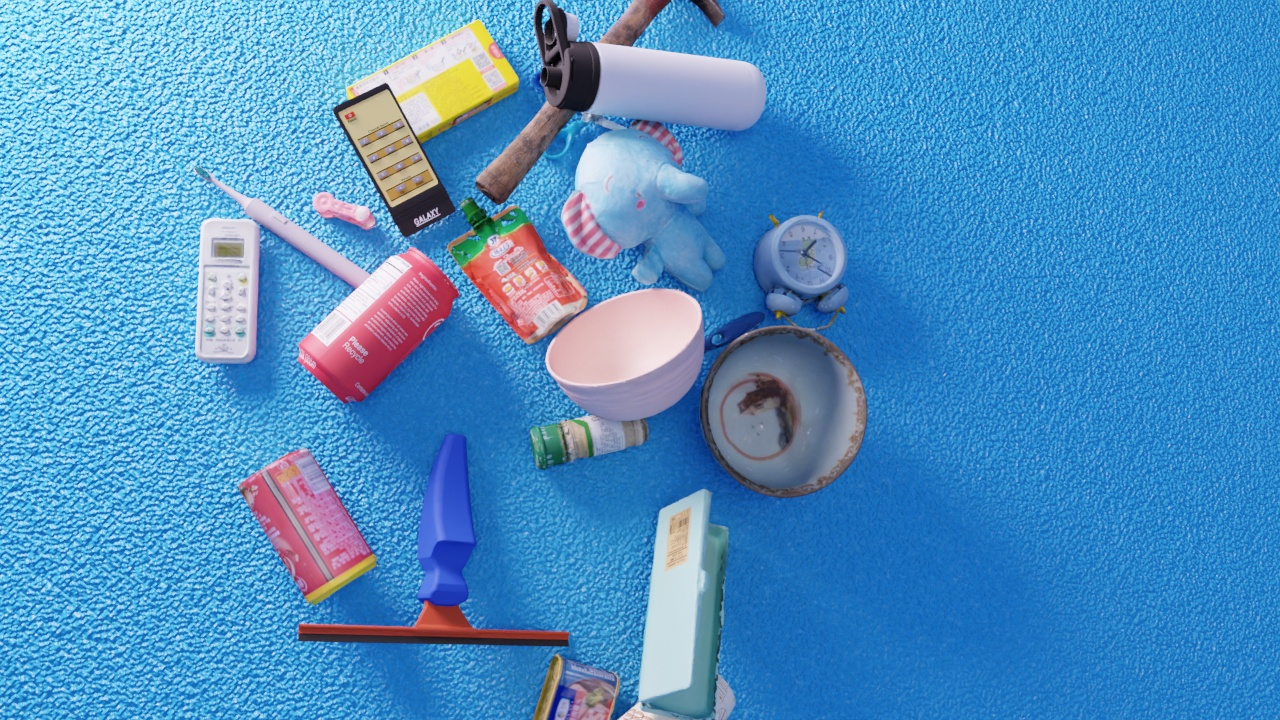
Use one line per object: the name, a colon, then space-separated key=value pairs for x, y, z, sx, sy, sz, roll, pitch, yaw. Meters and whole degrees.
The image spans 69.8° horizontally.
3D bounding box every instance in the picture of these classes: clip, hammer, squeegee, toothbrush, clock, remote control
clip: x=-0.278 y=-0.140 z=0.870 sx=0.060 sy=0.043 sz=0.023 roll=12 pitch=75 yaw=18
hammer: x=-0.045 y=-0.280 z=0.918 sx=0.120 sy=0.033 sz=0.329 roll=39 pitch=74 yaw=-9
squeegee: x=-0.174 y=0.158 z=0.822 sx=0.249 sy=0.055 sz=0.184 roll=13 pitch=69 yaw=-35
toothbrush: x=0.070 y=-0.017 z=0.923 sx=0.132 sy=0.016 sz=0.021 roll=-28 pitch=88 yaw=-16
toothbrush: x=-0.334 y=-0.125 z=0.854 sx=0.188 sy=0.019 sz=0.018 roll=34 pitch=74 yaw=-5
clock: x=0.166 y=-0.089 z=0.933 sx=0.088 sy=0.052 sz=0.124 roll=-5 pitch=82 yaw=-14
remote control: x=-0.374 y=-0.063 z=0.835 sx=0.050 sy=0.022 sz=0.133 roll=0 pitch=81 yaw=-11
remote control: x=-0.231 y=-0.187 z=0.865 sx=0.058 sy=0.013 sz=0.133 roll=-32 pitch=109 yaw=-14

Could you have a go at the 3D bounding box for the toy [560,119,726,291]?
toy: x=0.017 y=-0.146 z=0.883 sx=0.180 sy=0.115 sz=0.182 roll=42 pitch=54 yaw=-10

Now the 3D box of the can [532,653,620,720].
can: x=-0.062 y=0.322 z=0.825 sx=0.059 sy=0.054 sz=0.099 roll=20 pitch=79 yaw=-10

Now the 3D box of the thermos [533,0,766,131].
thermos: x=0.011 y=-0.283 z=0.891 sx=0.229 sy=0.069 sz=0.101 roll=-2 pitch=86 yaw=-29

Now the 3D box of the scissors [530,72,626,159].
scissors: x=-0.058 y=-0.258 z=0.932 sx=0.130 sy=0.014 sz=0.117 roll=-24 pitch=86 yaw=-14

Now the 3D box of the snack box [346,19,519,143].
snack box: x=-0.201 y=-0.266 z=0.899 sx=0.152 sy=0.025 sz=0.075 roll=-33 pitch=89 yaw=-14

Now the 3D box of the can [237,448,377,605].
can: x=-0.289 y=0.143 z=0.798 sx=0.066 sy=0.067 sz=0.124 roll=-32 pitch=89 yaw=-14

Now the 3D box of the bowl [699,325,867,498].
bowl: x=0.124 y=0.051 z=0.881 sx=0.160 sy=0.094 sz=0.159 roll=2 pitch=81 yaw=-11

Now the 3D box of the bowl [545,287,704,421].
bowl: x=-0.005 y=0.005 z=0.851 sx=0.152 sy=0.153 sz=0.076 roll=-31 pitch=122 yaw=-14

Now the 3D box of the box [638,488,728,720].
box: x=0.047 y=0.210 z=0.808 sx=0.077 sy=0.092 sz=0.188 roll=15 pitch=52 yaw=-7

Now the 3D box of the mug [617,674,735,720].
mug: x=0.041 y=0.343 z=0.834 sx=0.097 sy=0.081 sz=0.122 roll=-39 pitch=117 yaw=-33

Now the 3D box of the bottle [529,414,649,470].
bottle: x=-0.048 y=0.073 z=0.871 sx=0.110 sy=0.043 sz=0.042 roll=-12 pitch=84 yaw=-13

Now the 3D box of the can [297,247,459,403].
can: x=-0.237 y=-0.031 z=0.831 sx=0.074 sy=0.074 sz=0.142 roll=43 pitch=76 yaw=-3

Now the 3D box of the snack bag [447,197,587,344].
snack bag: x=-0.124 y=-0.095 z=0.885 sx=0.087 sy=0.044 sz=0.155 roll=-37 pitch=86 yaw=-19
